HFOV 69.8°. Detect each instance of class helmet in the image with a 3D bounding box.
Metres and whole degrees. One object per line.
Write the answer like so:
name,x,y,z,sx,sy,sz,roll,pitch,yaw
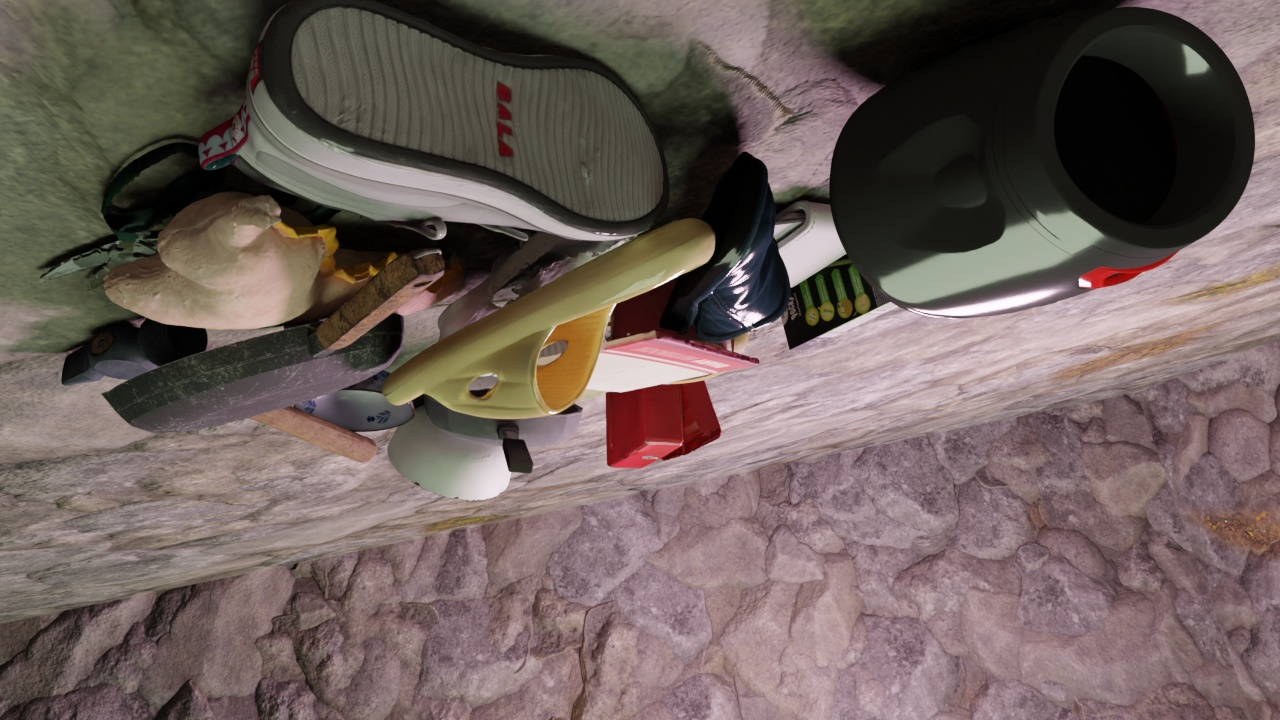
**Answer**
helmet,0.226,-0.113,0.573,0.264,0.164,0.170,-17,-179,-25

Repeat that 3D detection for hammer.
hammer,-0.348,0.042,0.830,0.129,0.040,0.321,-13,155,18

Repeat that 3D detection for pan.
pan,-0.137,0.075,0.951,0.178,0.041,0.357,6,-175,-12
pan,-0.214,-0.004,0.594,0.207,0.040,0.358,-17,180,-42

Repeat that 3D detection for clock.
clock,0.042,-0.036,0.881,0.159,0.081,0.117,-10,159,26

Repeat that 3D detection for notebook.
notebook,-0.005,0.005,0.794,0.153,0.012,0.208,-12,169,27

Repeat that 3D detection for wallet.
wallet,0.124,-0.100,0.800,0.115,0.037,0.119,-1,159,-39

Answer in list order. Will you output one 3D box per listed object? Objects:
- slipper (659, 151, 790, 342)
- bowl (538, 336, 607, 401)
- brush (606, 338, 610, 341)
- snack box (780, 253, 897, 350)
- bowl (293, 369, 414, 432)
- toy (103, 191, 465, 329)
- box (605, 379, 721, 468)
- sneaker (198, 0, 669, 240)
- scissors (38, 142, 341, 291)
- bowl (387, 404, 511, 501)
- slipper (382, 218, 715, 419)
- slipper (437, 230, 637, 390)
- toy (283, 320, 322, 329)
slipper,0.077,-0.069,0.691,0.083,0.108,0.266,22,169,-1
bowl,-0.079,0.004,0.974,0.115,0.062,0.115,-12,166,-3
brush,0.024,-0.039,1.001,0.152,0.012,0.038,-20,165,31
snack box,0.191,-0.072,0.876,0.025,0.080,0.148,-2,163,-36
bowl,-0.284,0.031,0.915,0.114,0.045,0.114,-3,155,-2
toy,-0.189,-0.058,0.589,0.197,0.065,0.263,-13,176,34
box,0.014,0.061,1.154,0.112,0.134,0.158,-9,165,-19
sneaker,-0.095,-0.107,0.492,0.129,0.096,0.262,-9,173,43
scissors,-0.300,-0.080,0.545,0.210,0.015,0.142,-16,169,9
bowl,-0.223,0.098,1.114,0.153,0.153,0.073,2,118,-45
slipper,-0.054,-0.011,0.608,0.262,0.079,0.111,-25,-173,29
slipper,-0.088,-0.054,0.713,0.112,0.074,0.248,-13,164,-41
toy,-0.274,-0.029,0.742,0.049,0.030,0.112,19,158,-6
